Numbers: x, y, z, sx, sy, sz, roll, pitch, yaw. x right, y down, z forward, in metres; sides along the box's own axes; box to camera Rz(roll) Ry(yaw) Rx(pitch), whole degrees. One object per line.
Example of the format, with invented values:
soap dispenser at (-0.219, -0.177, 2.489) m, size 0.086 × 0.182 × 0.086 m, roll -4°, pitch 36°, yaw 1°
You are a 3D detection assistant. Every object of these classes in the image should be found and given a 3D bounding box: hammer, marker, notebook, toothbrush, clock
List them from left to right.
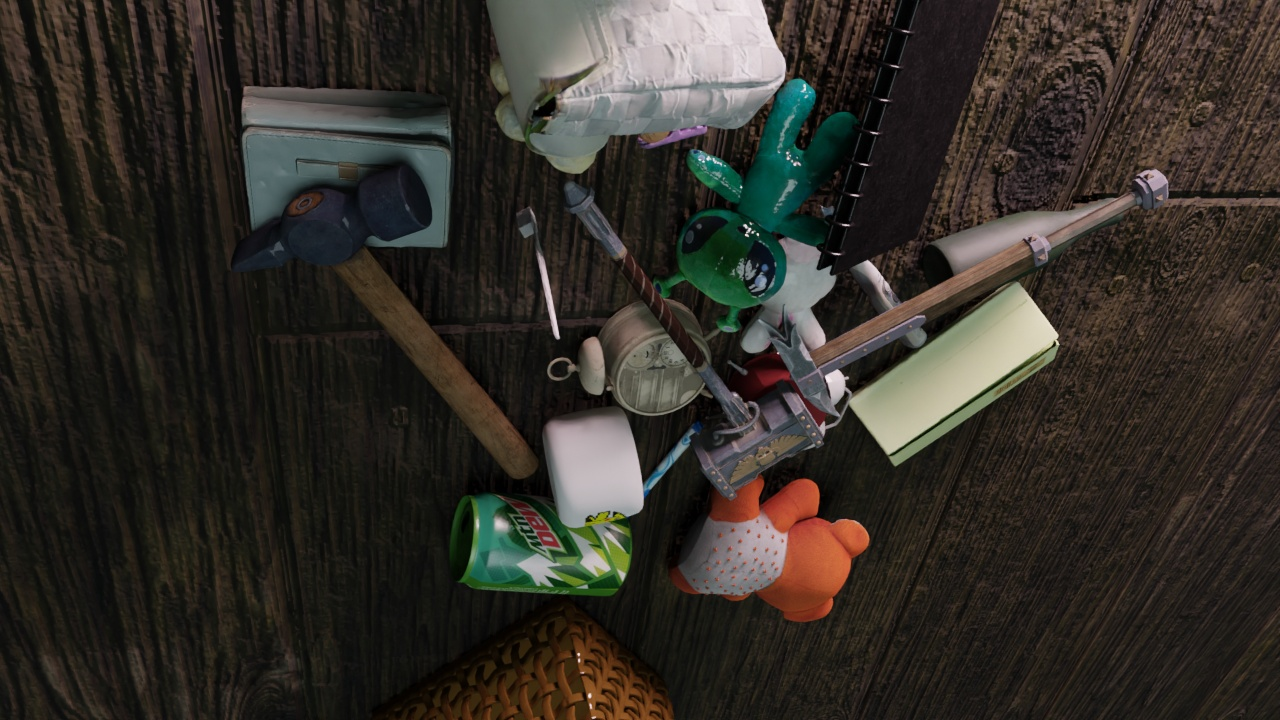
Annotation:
hammer at (-0.151, 0.000, 0.668) m, size 0.129 × 0.040 × 0.322 m, roll -16°, pitch 140°, yaw 11°
toothbrush at (-0.067, -0.059, 0.587) m, size 0.010 × 0.181 × 0.010 m, roll -27°, pitch 124°, yaw 5°
clock at (-0.005, 0.004, 0.735) m, size 0.140 × 0.054 × 0.093 m, roll -5°, pitch 126°, yaw -18°
marker at (0.012, 0.109, 0.844) m, size 0.013 × 0.013 × 0.142 m, roll 25°, pitch 114°, yaw -32°
hammer at (0.032, -0.014, 0.675) m, size 0.098 × 0.044 × 0.322 m, roll -32°, pitch 131°, yaw 8°
clock at (0.128, 0.039, 0.811) m, size 0.124 × 0.044 × 0.087 m, roll 4°, pitch 123°, yaw -21°
toothbrush at (0.193, -0.069, 0.769) m, size 0.024 × 0.022 × 0.185 m, roll -12°, pitch 139°, yaw 37°
notebook at (0.188, -0.179, 0.614) m, size 0.168 × 0.019 × 0.232 m, roll -24°, pitch 134°, yaw -50°
hammer at (0.261, -0.058, 0.722) m, size 0.317 × 0.028 × 0.147 m, roll -28°, pitch 137°, yaw 10°

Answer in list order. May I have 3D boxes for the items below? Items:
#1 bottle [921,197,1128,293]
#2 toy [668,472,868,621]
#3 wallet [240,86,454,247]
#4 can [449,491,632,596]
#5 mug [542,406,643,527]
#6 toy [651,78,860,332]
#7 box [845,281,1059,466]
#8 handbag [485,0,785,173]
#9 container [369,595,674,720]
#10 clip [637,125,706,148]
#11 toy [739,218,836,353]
bottle at (0.327, -0.100, 0.770) m, size 0.174 × 0.055 × 0.055 m, roll -20°, pitch 129°, yaw -5°
toy at (0.126, 0.185, 0.897) m, size 0.172 × 0.092 × 0.164 m, roll 18°, pitch 115°, yaw -15°
wallet at (-0.186, -0.121, 0.589) m, size 0.131 × 0.054 × 0.101 m, roll -1°, pitch 124°, yaw -12°
can at (-0.087, 0.161, 0.804) m, size 0.144 × 0.083 × 0.083 m, roll 10°, pitch 121°, yaw -24°
mug at (-0.042, 0.091, 0.769) m, size 0.068 × 0.094 × 0.116 m, roll -11°, pitch 165°, yaw -9°
toy at (0.087, -0.107, 0.679) m, size 0.130 × 0.072 × 0.194 m, roll 35°, pitch 110°, yaw 6°
box at (0.297, 0.024, 0.852) m, size 0.188 × 0.061 × 0.133 m, roll -35°, pitch 130°, yaw 8°
handbag at (-0.005, -0.181, 0.566) m, size 0.171 × 0.112 × 0.124 m, roll -11°, pitch 161°, yaw -23°
container at (-0.098, 0.422, 0.908) m, size 0.252 × 0.214 × 0.219 m, roll -33°, pitch 128°, yaw 7°
clip at (0.026, -0.163, 0.650) m, size 0.045 × 0.014 × 0.051 m, roll 29°, pitch 109°, yaw -36°
toy at (0.122, -0.061, 0.741) m, size 0.076 × 0.037 × 0.126 m, roll -3°, pitch 123°, yaw -12°
